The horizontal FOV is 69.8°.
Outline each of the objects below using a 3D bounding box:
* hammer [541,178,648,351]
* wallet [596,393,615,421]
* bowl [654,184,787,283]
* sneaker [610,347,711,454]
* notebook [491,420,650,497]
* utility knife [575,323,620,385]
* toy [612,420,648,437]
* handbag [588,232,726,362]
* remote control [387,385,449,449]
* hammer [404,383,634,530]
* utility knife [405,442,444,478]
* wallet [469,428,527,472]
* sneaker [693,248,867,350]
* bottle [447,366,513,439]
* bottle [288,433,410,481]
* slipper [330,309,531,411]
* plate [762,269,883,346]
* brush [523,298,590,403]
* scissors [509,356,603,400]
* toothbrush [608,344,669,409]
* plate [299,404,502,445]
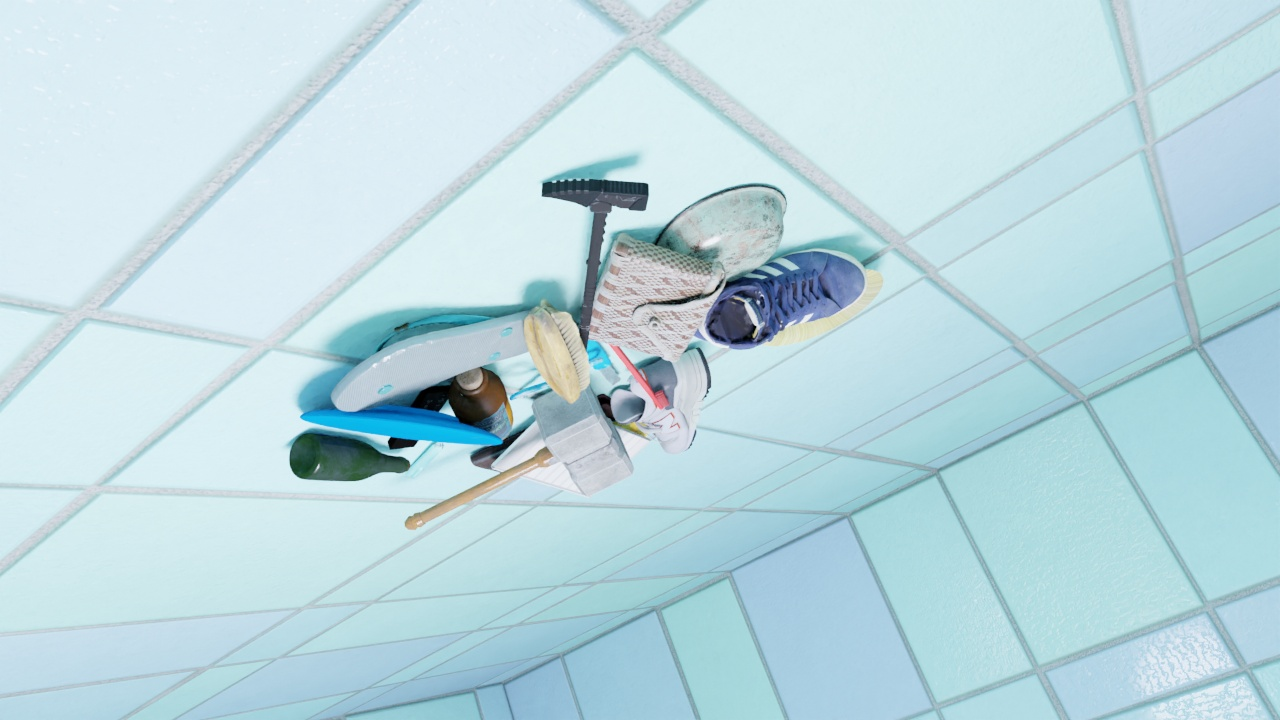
[{"bbox_3d":[-0.059,-0.078,0.951,0.095,0.015,0.326,3,151,-6],"label":"hammer"},{"bbox_3d":[-0.088,0.088,1.359,0.116,0.018,0.091,-25,158,12],"label":"wallet"},{"bbox_3d":[0.094,-0.127,1.003,0.157,0.038,0.158,-18,158,-8],"label":"bowl"},{"bbox_3d":[0.018,0.067,1.331,0.124,0.088,0.240,-9,146,-18],"label":"sneaker"},{"bbox_3d":[-0.099,0.138,1.363,0.143,0.009,0.209,-44,139,18],"label":"notebook"},{"bbox_3d":[-0.059,-0.005,1.174,0.031,0.015,0.221,-20,155,6],"label":"utility knife"},{"bbox_3d":[-0.046,0.134,1.443,0.105,0.067,0.138,5,139,-48],"label":"toy"},{"bbox_3d":[0.009,-0.060,1.011,0.124,0.046,0.186,16,149,-7],"label":"handbag"},{"bbox_3d":[-0.279,0.074,1.154,0.034,0.013,0.150,-4,152,-36],"label":"remote control"},{"bbox_3d":[-0.183,0.159,1.267,0.318,0.082,0.163,-26,141,1],"label":"hammer"},{"bbox_3d":[-0.285,0.126,1.264,0.022,0.015,0.167,-3,153,-40],"label":"utility knife"},{"bbox_3d":[-0.185,0.141,1.376,0.099,0.031,0.120,-23,159,11],"label":"wallet"},{"bbox_3d":[0.166,-0.073,1.072,0.233,0.091,0.118,-13,-172,0],"label":"sneaker"},{"bbox_3d":[-0.194,0.047,1.099,0.067,0.067,0.157,-18,157,-9],"label":"bottle"},{"bbox_3d":[-0.355,0.126,1.153,0.055,0.055,0.174,-31,157,21],"label":"bottle"},{"bbox_3d":[-0.204,-0.021,0.977,0.268,0.054,0.098,-20,158,-34],"label":"slipper"},{"bbox_3d":[0.232,-0.083,1.231,0.184,0.036,0.185,-18,157,-8],"label":"plate"},{"bbox_3d":[-0.091,-0.008,1.029,0.043,0.059,0.196,-47,156,-18],"label":"brush"},{"bbox_3d":[-0.112,0.027,1.151,0.134,0.011,0.139,-23,180,34],"label":"scissors"},{"bbox_3d":[-0.007,0.007,1.173,0.018,0.012,0.212,-26,140,10],"label":"toothbrush"},{"bbox_3d":[-0.268,0.070,1.045,0.224,0.024,0.224,6,170,1],"label":"plate"}]
